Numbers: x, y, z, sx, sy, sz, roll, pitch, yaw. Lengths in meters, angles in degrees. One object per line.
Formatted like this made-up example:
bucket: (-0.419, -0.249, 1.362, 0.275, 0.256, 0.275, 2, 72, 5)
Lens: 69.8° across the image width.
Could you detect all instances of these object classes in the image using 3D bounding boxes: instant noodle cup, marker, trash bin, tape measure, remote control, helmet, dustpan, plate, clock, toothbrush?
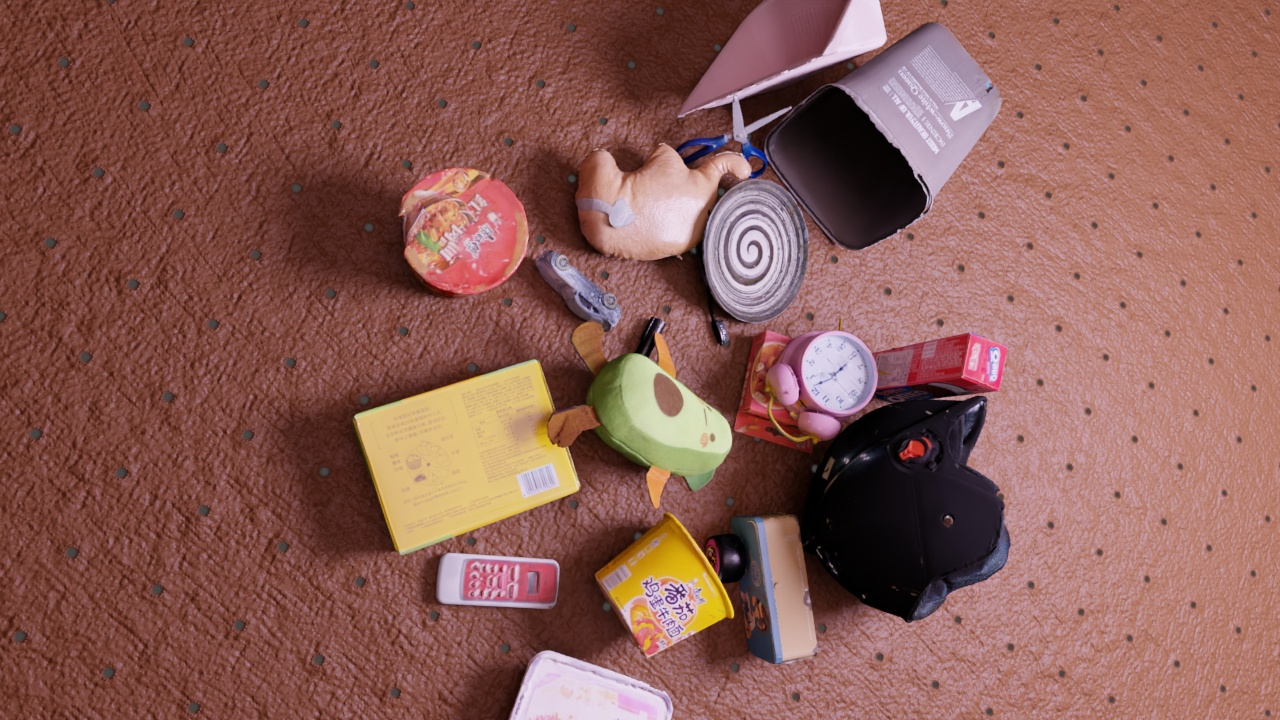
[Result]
instant noodle cup: (-0.065, 0.405, 1.010, 0.173, 0.060, 0.137, 24, 76, -14)
marker: (-0.007, 0.006, 1.105, 0.022, 0.020, 0.131, 40, 71, -36)
trash bin: (0.317, -0.293, 1.165, 0.219, 0.199, 0.199, -42, 95, -24)
instant noodle cup: (-0.200, -0.131, 1.019, 0.137, 0.109, 0.138, 2, 81, -16)
tape measure: (0.102, 0.235, 1.087, 0.039, 0.057, 0.057, 4, 72, -18)
remote control: (-0.158, 0.246, 1.025, 0.136, 0.020, 0.056, 8, 81, -16)
helmet: (0.314, 0.162, 1.072, 0.230, 0.233, 0.274, 12, 77, 24)
instant noodle cup: (0.022, 0.257, 1.025, 0.109, 0.138, 0.138, -32, 92, -11)
dustpan: (0.174, -0.412, 1.116, 0.272, 0.223, 0.139, -29, 104, -46)
plate: (0.142, -0.137, 1.150, 0.179, 0.024, 0.179, -5, 99, -34)
clock: (0.214, 0.031, 1.102, 0.158, 0.060, 0.117, -42, 94, -17)
toothbrush: (0.083, -0.110, 1.154, 0.016, 0.014, 0.189, -12, 85, -26)

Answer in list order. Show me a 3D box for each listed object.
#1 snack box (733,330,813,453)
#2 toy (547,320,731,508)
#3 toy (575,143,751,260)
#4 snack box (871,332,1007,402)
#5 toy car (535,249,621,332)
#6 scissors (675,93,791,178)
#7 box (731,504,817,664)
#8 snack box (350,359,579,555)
snack box: (0.187, 0.040, 1.148, 0.113, 0.044, 0.127, 17, 78, -14)
toy: (0.011, 0.062, 1.048, 0.246, 0.090, 0.226, 26, 55, -32)
toy: (0.030, -0.193, 1.115, 0.225, 0.082, 0.143, -11, 99, -21)
snack box: (0.351, 0.012, 1.118, 0.057, 0.208, 0.058, 18, 78, -17)
toy car: (-0.075, -0.081, 1.080, 0.120, 0.054, 0.036, 42, 71, -7)
scissors: (0.115, -0.270, 1.126, 0.163, 0.176, 0.012, -7, 67, 22)
box: (0.156, 0.260, 1.085, 0.059, 0.090, 0.184, -8, 82, -17)
snack box: (-0.191, 0.103, 1.009, 0.209, 0.070, 0.157, -18, 88, -18)
